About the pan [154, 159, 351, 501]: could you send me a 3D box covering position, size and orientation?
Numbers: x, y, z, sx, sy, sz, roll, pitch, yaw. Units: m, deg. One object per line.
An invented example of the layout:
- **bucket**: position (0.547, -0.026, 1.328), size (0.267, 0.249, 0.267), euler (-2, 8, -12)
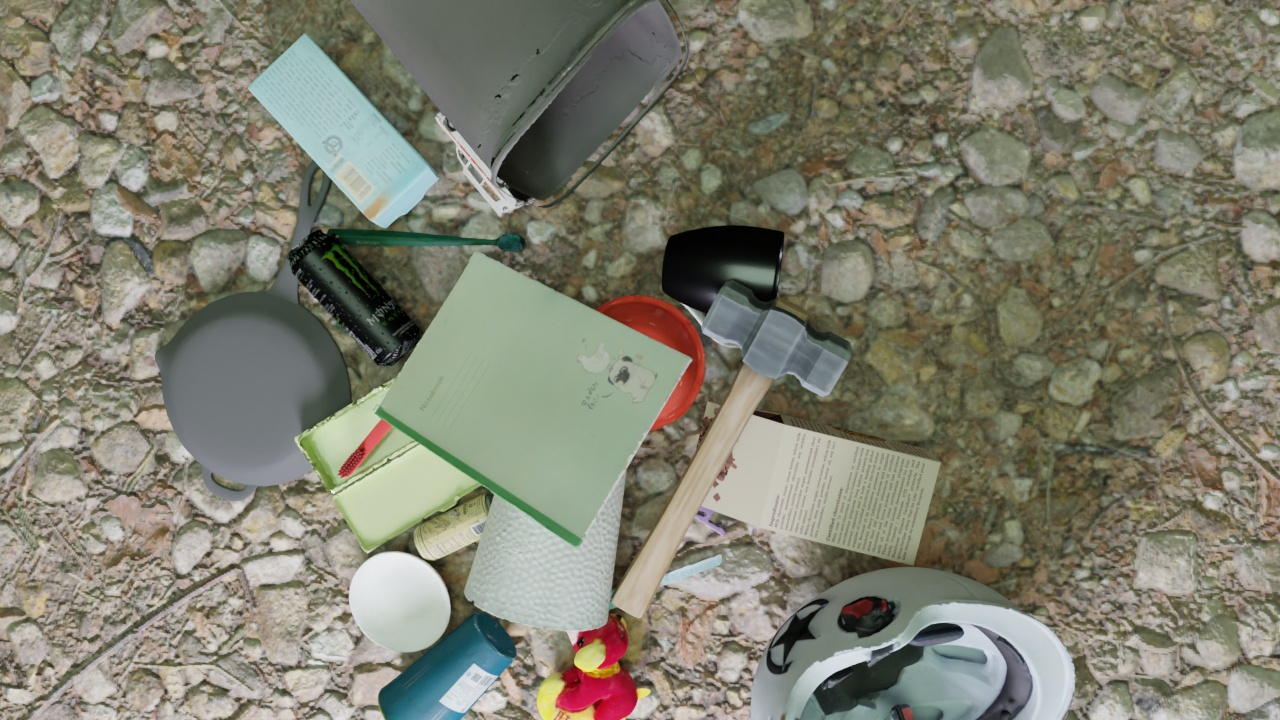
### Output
- **pan**: position (-0.363, -0.028, 0.896), size (0.216, 0.024, 0.354), euler (19, 96, 3)

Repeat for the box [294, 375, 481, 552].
- **box**: position (-0.218, 0.083, 0.881), size (0.187, 0.024, 0.137), euler (-32, 90, 1)

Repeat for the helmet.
- **helmet**: position (0.220, 0.278, 0.793), size (0.264, 0.163, 0.236), euler (-41, 111, 10)

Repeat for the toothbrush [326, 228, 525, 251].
- **toothbrush**: position (-0.205, -0.115, 0.872), size (0.190, 0.017, 0.016), euler (2, 93, 2)

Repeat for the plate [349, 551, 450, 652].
- **plate**: position (-0.232, 0.233, 0.902), size (0.104, 0.026, 0.104), euler (2, 101, 10)

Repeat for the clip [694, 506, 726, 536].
- **clip**: position (0.068, 0.144, 0.875), size (0.046, 0.014, 0.050), euler (-41, 92, 7)

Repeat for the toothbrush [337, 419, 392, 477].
- **toothbrush**: position (-0.214, 0.028, 0.859), size (0.012, 0.018, 0.212), euler (40, 92, -2)

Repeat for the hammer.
- **hammer**: position (0.056, 0.092, 0.800), size (0.117, 0.051, 0.323), euler (28, 110, 5)

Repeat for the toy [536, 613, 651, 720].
- **toy**: position (-0.042, 0.305, 0.876), size (0.105, 0.067, 0.137), euler (11, 106, -5)

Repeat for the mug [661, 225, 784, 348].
- **mug**: position (0.072, -0.066, 0.829), size (0.100, 0.084, 0.119), euler (8, 125, 10)

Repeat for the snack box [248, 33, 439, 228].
- **snack box**: position (-0.274, -0.211, 0.855), size (0.075, 0.053, 0.174), euler (-43, 91, 1)

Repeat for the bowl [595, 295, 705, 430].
- **bowl**: position (-0.005, 0.005, 0.853), size (0.130, 0.045, 0.130), euler (0, 94, 5)

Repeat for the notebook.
- **notebook**: position (-0.102, 0.024, 0.802), size (0.253, 0.010, 0.182), euler (28, 83, 28)

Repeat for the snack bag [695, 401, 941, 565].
- **snack bag**: position (0.151, 0.106, 0.834), size (0.206, 0.070, 0.094), euler (13, 96, 4)

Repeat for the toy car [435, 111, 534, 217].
- **toy car**: position (-0.149, -0.184, 0.857), size (0.039, 0.039, 0.113), euler (-41, 89, 28)

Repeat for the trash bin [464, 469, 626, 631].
- **trash bin**: position (-0.078, 0.144, 0.835), size (0.133, 0.133, 0.161), euler (12, 91, 4)

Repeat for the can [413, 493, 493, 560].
- **can**: position (-0.176, 0.161, 0.887), size (0.079, 0.038, 0.038), euler (-26, 92, 7)

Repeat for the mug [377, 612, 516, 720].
- **mug**: position (-0.182, 0.305, 0.884), size (0.121, 0.078, 0.078), euler (-44, 90, 3)

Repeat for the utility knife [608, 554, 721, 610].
- **utility knife**: position (-0.003, 0.221, 0.890), size (0.177, 0.015, 0.022), euler (-21, 97, 4)

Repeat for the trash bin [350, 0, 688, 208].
- **trash bin**: position (-0.110, -0.281, 0.773), size (0.220, 0.197, 0.197), euler (46, 99, 6)

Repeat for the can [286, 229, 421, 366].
- **can**: position (-0.268, -0.057, 0.862), size (0.054, 0.054, 0.137), euler (-40, 98, 7)
